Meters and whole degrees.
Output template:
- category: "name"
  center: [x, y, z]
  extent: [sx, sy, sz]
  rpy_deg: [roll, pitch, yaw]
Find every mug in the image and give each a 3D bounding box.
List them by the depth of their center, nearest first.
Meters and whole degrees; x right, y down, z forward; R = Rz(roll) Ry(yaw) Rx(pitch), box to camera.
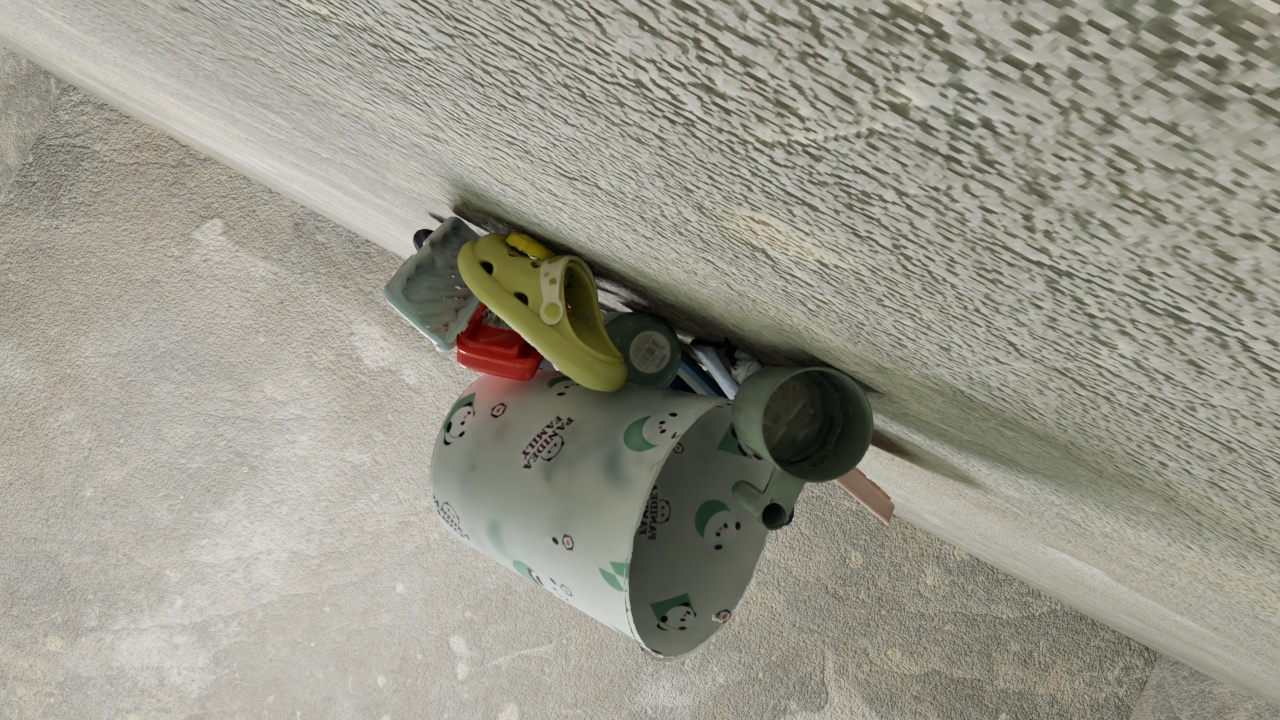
- category: "mug"
  center: [0.110, 0.062, 0.700]
  extent: [0.083, 0.124, 0.103]
  rpy_deg: [27, 179, -8]
- category: "mug"
  center: [-0.006, 0.005, 0.934]
  extent: [0.106, 0.082, 0.112]
  rpy_deg: [-170, 62, -72]

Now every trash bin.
- category: "trash bin"
  center: [-0.039, 0.117, 0.836]
  extent: [0.252, 0.229, 0.229]
  rpy_deg: [13, 169, 36]

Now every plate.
- category: "plate"
  center: [0.188, 0.093, 1.002]
  extent: [0.229, 0.028, 0.229]
  rpy_deg: [40, -177, -3]

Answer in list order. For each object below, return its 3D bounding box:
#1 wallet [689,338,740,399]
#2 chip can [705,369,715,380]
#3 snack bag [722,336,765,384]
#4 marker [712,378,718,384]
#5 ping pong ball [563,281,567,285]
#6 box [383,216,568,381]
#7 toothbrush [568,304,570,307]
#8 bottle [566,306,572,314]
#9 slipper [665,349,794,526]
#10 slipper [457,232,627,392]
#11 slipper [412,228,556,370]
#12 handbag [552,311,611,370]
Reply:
- category: "wallet"
  center: [0.091, 0.021, 0.871]
  extent: [0.097, 0.019, 0.121]
  rpy_deg: [54, 172, -10]
- category: "chip can"
  center: [0.126, 0.069, 1.186]
  extent: [0.072, 0.072, 0.213]
  rpy_deg: [26, 176, 28]
- category: "snack bag"
  center: [0.106, 0.024, 0.774]
  extent: [0.105, 0.026, 0.045]
  rpy_deg: [43, -157, -8]
- category: "marker"
  center: [0.065, 0.016, 1.088]
  extent: [0.132, 0.020, 0.022]
  rpy_deg: [41, 157, 47]
- category: "ping pong ball"
  center: [-0.078, -0.072, 0.856]
  extent: [0.040, 0.040, 0.040]
  rpy_deg: [27, 177, 1]
- category: "box"
  center: [-0.148, -0.060, 0.872]
  extent: [0.161, 0.060, 0.200]
  rpy_deg: [28, -153, -7]
- category: "toothbrush"
  center: [-0.139, -0.099, 1.139]
  extent: [0.191, 0.018, 0.016]
  rpy_deg: [31, 178, -18]
- category: "bottle"
  center: [-0.126, -0.062, 1.209]
  extent: [0.189, 0.068, 0.068]
  rpy_deg: [28, 177, -7]
- category: "slipper"
  center: [0.069, 0.083, 0.997]
  extent: [0.252, 0.095, 0.105]
  rpy_deg: [52, 167, 33]
- category: "slipper"
  center: [-0.070, -0.053, 0.782]
  extent: [0.190, 0.082, 0.091]
  rpy_deg: [44, -167, 21]
- category: "slipper"
  center: [-0.190, -0.044, 1.119]
  extent: [0.268, 0.083, 0.110]
  rpy_deg: [45, -172, -20]
- category: "handbag"
  center: [0.002, 0.071, 1.111]
  extent: [0.193, 0.093, 0.234]
  rpy_deg: [29, -148, -60]
